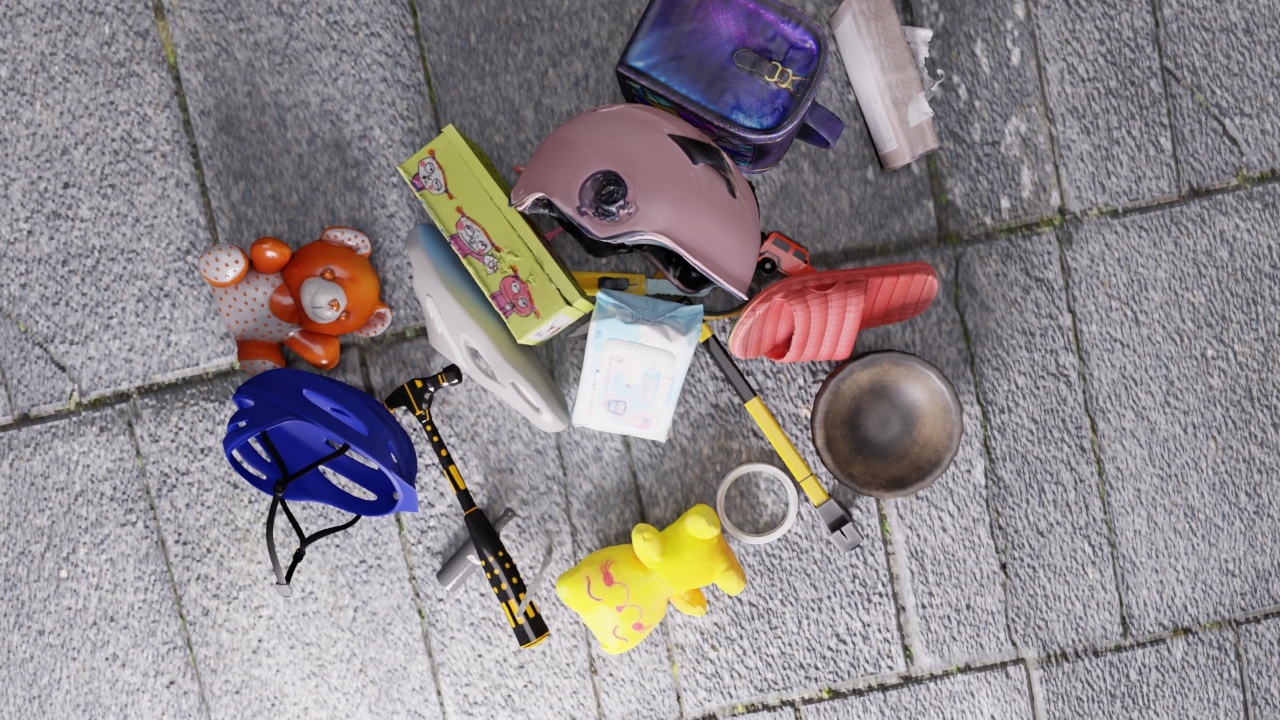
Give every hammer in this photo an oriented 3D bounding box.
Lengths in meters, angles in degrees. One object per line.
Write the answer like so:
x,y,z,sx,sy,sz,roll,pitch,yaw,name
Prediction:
0.135,0.066,0.978,0.034,0.169,0.324,-35,86,6,hammer
-0.188,0.167,1.004,0.123,0.036,0.320,-28,84,13,hammer

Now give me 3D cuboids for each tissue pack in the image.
-0.006,0.006,0.965,0.112,0.069,0.182,13,132,-1,tissue pack
0.265,-0.297,0.962,0.071,0.104,0.181,-18,94,-2,tissue pack

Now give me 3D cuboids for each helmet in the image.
-0.346,0.120,0.930,0.241,0.227,0.148,20,138,8,helmet
0.015,-0.157,0.894,0.255,0.230,0.152,29,92,34,helmet

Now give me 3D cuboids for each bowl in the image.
0.264,0.066,1.011,0.162,0.070,0.162,0,95,-1,bowl

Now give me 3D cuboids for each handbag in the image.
0.099,-0.272,0.914,0.222,0.204,0.125,28,94,3,handbag

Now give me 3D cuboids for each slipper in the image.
-0.181,-0.019,0.985,0.081,0.112,0.266,-35,100,13,slipper
0.213,-0.045,0.967,0.248,0.059,0.104,-14,138,-14,slipper

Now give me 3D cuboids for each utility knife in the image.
-0.029,-0.085,1.010,0.218,0.019,0.030,3,96,2,utility knife

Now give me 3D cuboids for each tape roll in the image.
0.132,0.162,1.046,0.093,0.013,0.093,0,95,-1,tape roll

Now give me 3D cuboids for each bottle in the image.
-0.182,0.210,1.035,0.030,0.030,0.113,43,93,-4,bottle

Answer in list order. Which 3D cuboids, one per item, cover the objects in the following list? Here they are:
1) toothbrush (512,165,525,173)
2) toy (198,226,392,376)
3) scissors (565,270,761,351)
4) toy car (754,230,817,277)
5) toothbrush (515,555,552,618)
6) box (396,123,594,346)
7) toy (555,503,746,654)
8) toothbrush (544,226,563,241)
-0.051,-0.192,1.009,0.184,0.015,0.015,13,101,-1,toothbrush
-0.361,-0.065,0.975,0.172,0.092,0.164,-13,117,-3,toy
0.025,-0.058,1.022,0.228,0.016,0.134,-35,95,3,scissors
0.166,-0.103,1.003,0.100,0.051,0.049,30,96,-4,toy car
-0.113,0.239,0.964,0.010,0.181,0.010,20,97,2,toothbrush
-0.145,-0.126,0.948,0.082,0.124,0.221,-34,85,4,box
0.011,0.231,1.015,0.194,0.087,0.134,-32,113,5,toy
-0.117,-0.126,1.013,0.135,0.016,0.021,-35,86,2,toothbrush
